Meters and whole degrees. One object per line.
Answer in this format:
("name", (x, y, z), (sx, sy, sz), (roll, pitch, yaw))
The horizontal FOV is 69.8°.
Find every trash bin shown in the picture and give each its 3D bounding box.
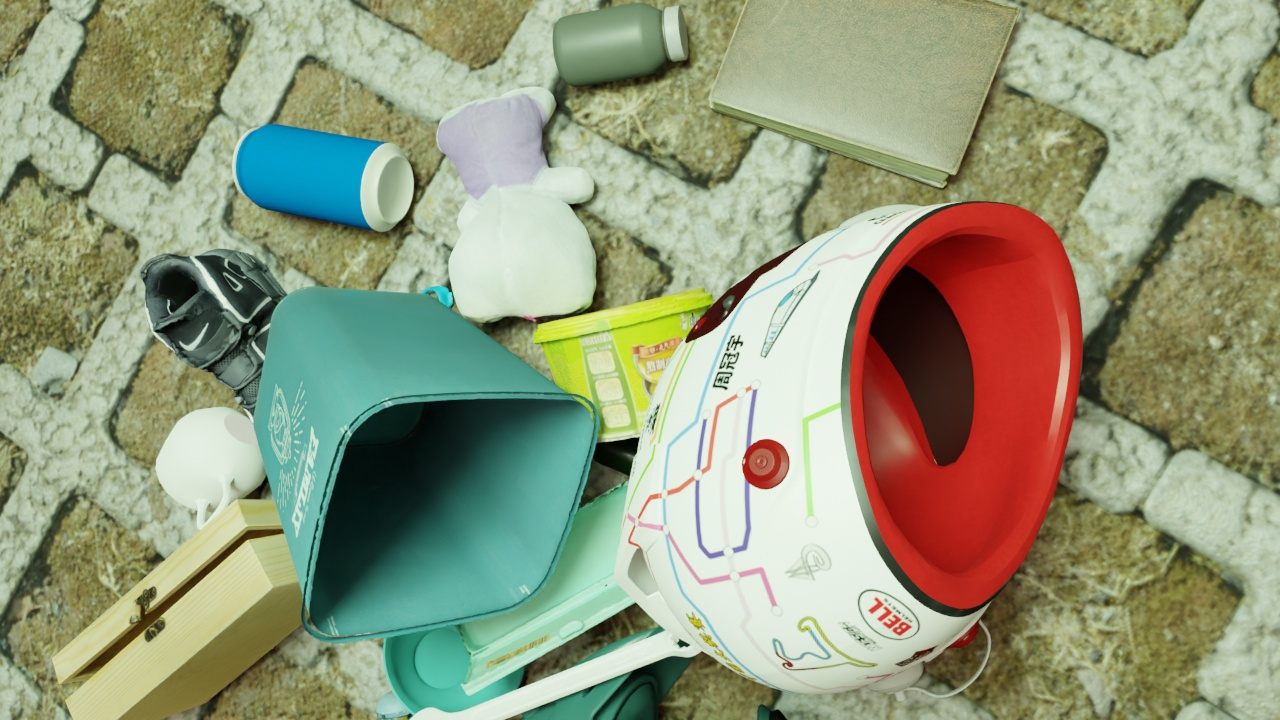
("trash bin", (-0.182, 0.058, 0.697), (0.218, 0.198, 0.197), (40, 119, 44))

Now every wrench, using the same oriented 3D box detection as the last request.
("wrench", (-0.069, 0.238, 0.661), (0.274, 0.047, 0.009), (-27, 121, 19))

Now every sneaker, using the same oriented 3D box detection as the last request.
("sneaker", (-0.347, -0.005, 0.800), (0.097, 0.150, 0.252), (-40, 79, 7))

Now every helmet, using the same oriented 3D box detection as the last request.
("helmet", (0.120, 0.053, 0.588), (0.231, 0.237, 0.313), (41, 63, -20))
("helmet", (-0.002, 0.309, 0.680), (0.274, 0.176, 0.200), (-45, 64, -2))

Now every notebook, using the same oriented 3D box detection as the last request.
("notebook", (0.181, -0.263, 0.744), (0.215, 0.034, 0.190), (22, 91, 14))

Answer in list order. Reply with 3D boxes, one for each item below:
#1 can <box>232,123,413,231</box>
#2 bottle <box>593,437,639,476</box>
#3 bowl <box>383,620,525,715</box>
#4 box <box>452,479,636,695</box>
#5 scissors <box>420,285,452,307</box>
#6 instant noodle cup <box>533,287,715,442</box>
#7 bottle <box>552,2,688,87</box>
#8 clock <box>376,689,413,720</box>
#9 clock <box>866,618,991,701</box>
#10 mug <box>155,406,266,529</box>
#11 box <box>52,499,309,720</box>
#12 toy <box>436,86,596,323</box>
("can", (-0.286, -0.167, 0.832), (0.146, 0.079, 0.079), (12, 89, 15))
("bottle", (0.022, 0.093, 0.761), (0.123, 0.033, 0.033), (22, 92, 14))
("bowl", (-0.162, 0.249, 0.776), (0.121, 0.120, 0.046), (61, 144, 11))
("box", (-0.068, 0.176, 0.732), (0.187, 0.112, 0.078), (-29, 100, -1))
("scissors", (-0.194, -0.001, 0.832), (0.127, 0.014, 0.127), (36, 97, 13))
("instant noodle cup", (-0.004, 0.004, 0.722), (0.146, 0.146, 0.098), (-12, 94, 13))
("bottle", (-0.017, -0.270, 0.781), (0.108, 0.060, 0.060), (-5, 85, 14))
("clock", (-0.199, 0.337, 0.790), (0.089, 0.051, 0.124), (25, 89, 15))
("clock", (0.189, 0.187, 0.697), (0.159, 0.061, 0.120), (39, 96, 15))
("mug", (-0.379, 0.097, 0.823), (0.076, 0.090, 0.123), (-43, 42, 15))
("box", (-0.362, 0.213, 0.783), (0.250, 0.128, 0.092), (-38, 77, 17))
("toy", (-0.108, -0.132, 0.786), (0.138, 0.085, 0.209), (-16, 77, 12))
